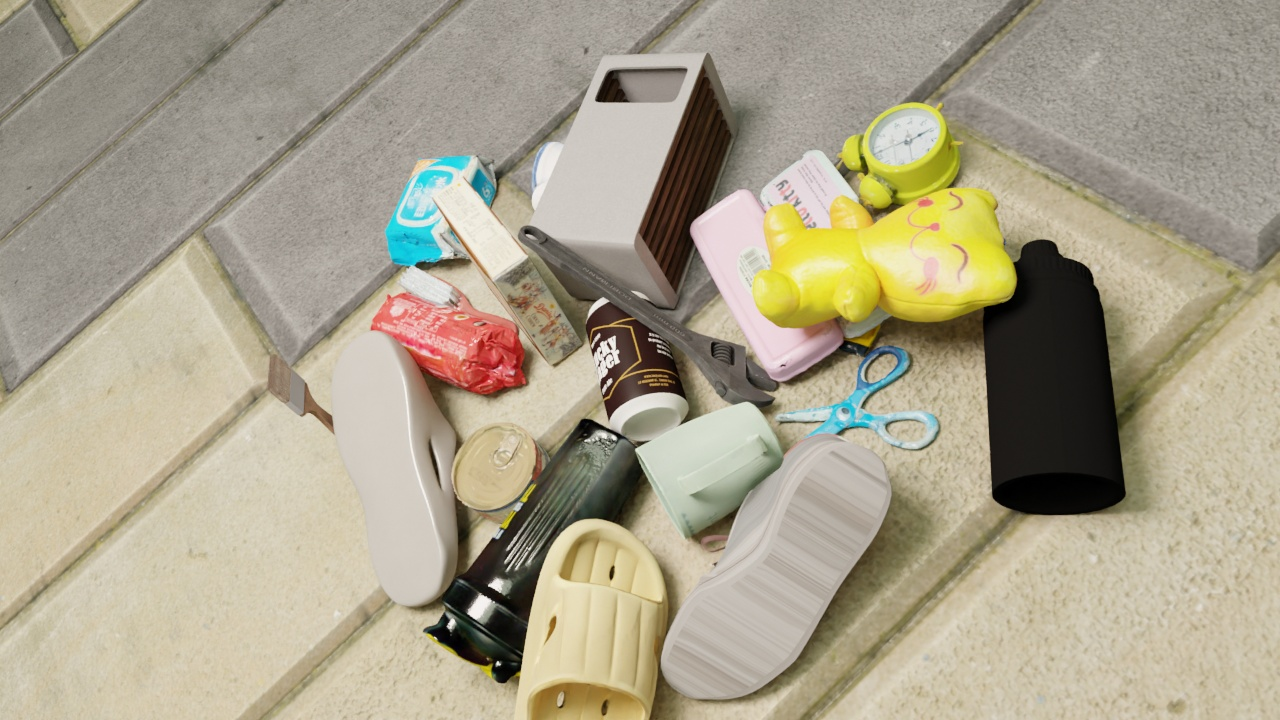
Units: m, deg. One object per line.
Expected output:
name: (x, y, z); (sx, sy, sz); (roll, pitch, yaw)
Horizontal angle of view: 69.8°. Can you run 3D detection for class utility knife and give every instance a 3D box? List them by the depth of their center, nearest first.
utility knife: (0.214, -0.073, 0.816); (0.030, 0.017, 0.159); (16, 73, 25)

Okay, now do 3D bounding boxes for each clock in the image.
clock: (0.236, -0.185, 0.848); (0.119, 0.057, 0.083); (-27, 57, 16)
clock: (-0.079, -0.171, 0.959); (0.052, 0.089, 0.125); (6, 64, 19)

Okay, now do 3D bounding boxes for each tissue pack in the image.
tissue pack: (-0.225, -0.171, 1.037); (0.093, 0.062, 0.144); (3, 64, 25)

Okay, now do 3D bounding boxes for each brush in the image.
brush: (-0.315, 0.052, 0.899); (0.008, 0.143, 0.045); (-23, 47, 8)
brush: (-0.198, -0.060, 0.982); (0.172, 0.030, 0.041); (27, 76, 32)

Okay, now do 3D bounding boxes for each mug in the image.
mug: (0.061, 0.084, 0.739); (0.104, 0.111, 0.084); (-28, 87, -5)

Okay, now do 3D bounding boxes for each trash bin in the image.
trash bin: (-0.002, -0.181, 0.912); (0.115, 0.114, 0.228); (8, 66, 27)

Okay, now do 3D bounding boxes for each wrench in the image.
wrench: (0.004, -0.042, 0.813); (0.273, 0.018, 0.072); (34, 37, 7)

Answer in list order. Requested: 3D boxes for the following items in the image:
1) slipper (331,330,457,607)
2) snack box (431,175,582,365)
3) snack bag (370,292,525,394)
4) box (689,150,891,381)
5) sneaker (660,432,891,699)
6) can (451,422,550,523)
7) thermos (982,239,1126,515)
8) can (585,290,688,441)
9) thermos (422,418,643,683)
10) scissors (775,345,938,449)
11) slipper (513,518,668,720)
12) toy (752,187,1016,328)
slipper: (-0.218, 0.101, 0.881); (0.113, 0.080, 0.265); (-33, 67, 28)
snack box: (-0.130, -0.085, 0.894); (0.041, 0.147, 0.143); (-36, 53, -7)
snack bag: (-0.198, -0.017, 0.926); (0.176, 0.082, 0.082); (18, 71, 32)
box: (0.141, -0.092, 0.833); (0.153, 0.037, 0.201); (-35, 54, 14)
sneaker: (0.099, 0.153, 0.706); (0.099, 0.089, 0.236); (36, 100, -2)
can: (-0.127, 0.104, 0.848); (0.086, 0.043, 0.086); (-11, 59, 18)
thermos: (0.305, 0.007, 0.689); (0.086, 0.086, 0.198); (-4, 61, 22)
can: (-0.005, 0.005, 0.834); (0.072, 0.072, 0.128); (-23, 55, 10)
thermos: (-0.080, 0.158, 0.772); (0.098, 0.098, 0.220); (22, 67, 32)
scissors: (0.178, 0.034, 0.776); (0.140, 0.013, 0.117); (-5, 61, 23)
slipper: (-0.032, 0.249, 0.680); (0.079, 0.111, 0.261); (-27, 48, 62)
toy: (0.189, -0.070, 0.728); (0.194, 0.087, 0.134); (-7, 45, 15)
